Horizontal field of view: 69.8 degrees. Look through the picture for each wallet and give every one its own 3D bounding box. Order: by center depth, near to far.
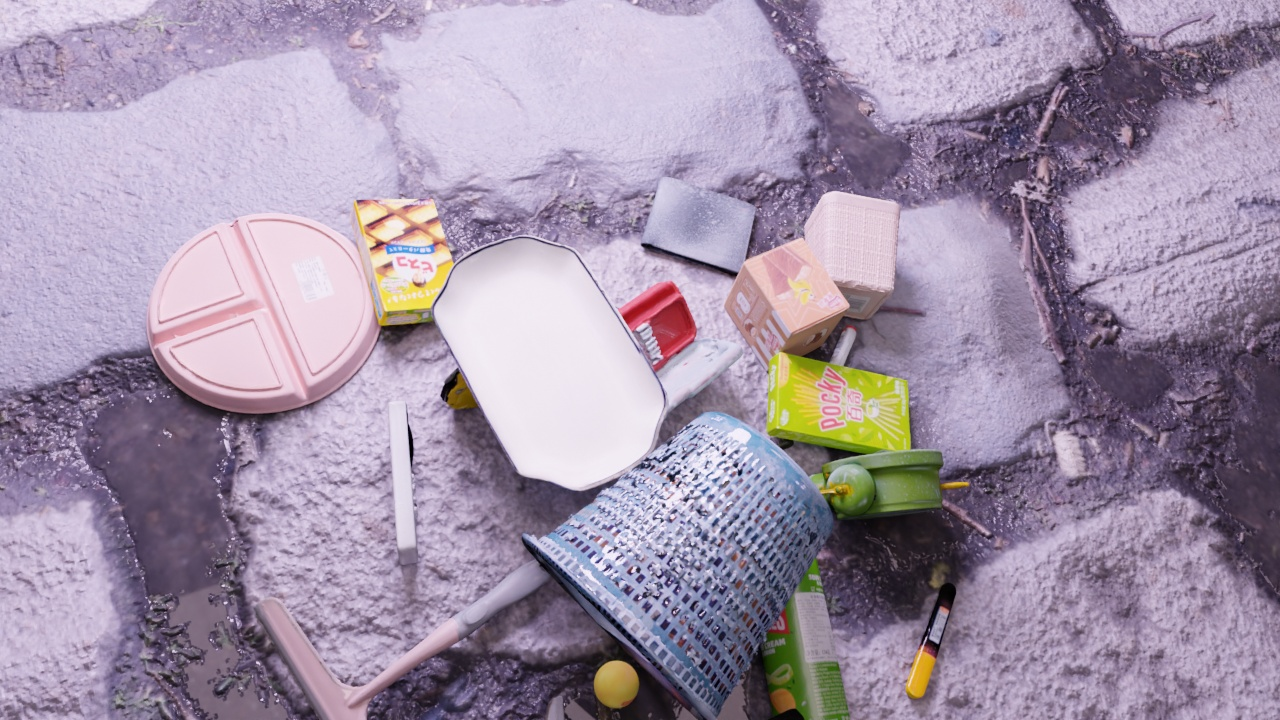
[{"bbox_3d":[0.068,-0.154,1.058,0.121,0.019,0.097,17,65,-3],"label":"wallet"}]

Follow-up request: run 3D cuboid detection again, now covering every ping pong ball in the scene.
[{"bbox_3d":[-0.021,0.289,0.817,0.040,0.040,0.040,4,64,-8],"label":"ping pong ball"}]

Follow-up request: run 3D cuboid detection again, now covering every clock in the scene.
[{"bbox_3d":[0.224,0.124,0.897,0.161,0.116,0.056,-2,75,-14],"label":"clock"}]

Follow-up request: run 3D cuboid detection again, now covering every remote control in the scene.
[{"bbox_3d":[-0.221,0.113,0.859,0.021,0.058,0.149,-4,66,-14],"label":"remote control"}]

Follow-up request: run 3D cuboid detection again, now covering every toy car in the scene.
[{"bbox_3d":[-0.131,0.000,0.921,0.155,0.071,0.041,-38,73,-21],"label":"toy car"}]

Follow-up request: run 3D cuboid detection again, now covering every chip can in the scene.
[{"bbox_3d":[0.145,0.265,0.838,0.072,0.072,0.235,-4,66,-11],"label":"chip can"}]

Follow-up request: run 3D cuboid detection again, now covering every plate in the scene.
[{"bbox_3d":[-0.086,0.001,0.866,0.161,0.034,0.265,-27,72,-19],"label":"plate"},{"bbox_3d":[-0.380,-0.056,0.930,0.229,0.028,0.229,4,63,-8],"label":"plate"}]

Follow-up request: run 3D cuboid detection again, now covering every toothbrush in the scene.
[{"bbox_3d":[0.073,0.108,0.936,0.185,0.012,0.017,-17,63,-16],"label":"toothbrush"}]

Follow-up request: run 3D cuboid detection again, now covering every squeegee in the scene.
[{"bbox_3d":[-0.173,0.245,0.815,0.249,0.040,0.247,-33,74,-22],"label":"squeegee"}]

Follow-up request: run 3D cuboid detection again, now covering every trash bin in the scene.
[{"bbox_3d":[0.047,0.160,0.771,0.226,0.227,0.194,43,75,11],"label":"trash bin"}]

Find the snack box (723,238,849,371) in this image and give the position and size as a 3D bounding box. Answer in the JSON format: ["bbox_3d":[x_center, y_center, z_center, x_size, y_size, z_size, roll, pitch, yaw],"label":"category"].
[{"bbox_3d":[0.154,-0.059,0.983,0.077,0.093,0.094,-24,70,-20],"label":"snack box"}]

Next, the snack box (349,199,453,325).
[{"bbox_3d":[-0.245,-0.105,0.961,0.086,0.034,0.140,-7,67,-32],"label":"snack box"}]

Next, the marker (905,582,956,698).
[{"bbox_3d":[0.283,0.271,0.892,0.018,0.015,0.123,30,61,4],"label":"marker"}]

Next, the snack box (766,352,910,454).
[{"bbox_3d":[0.208,0.049,0.961,0.156,0.026,0.085,12,66,-15],"label":"snack box"}]

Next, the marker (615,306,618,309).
[{"bbox_3d":[-0.040,-0.055,0.994,0.124,0.015,0.018,25,64,0],"label":"marker"}]

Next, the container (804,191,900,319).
[{"bbox_3d":[0.234,-0.114,1.026,0.090,0.090,0.110,10,66,-5],"label":"container"}]

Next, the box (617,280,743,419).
[{"bbox_3d":[-0.004,0.008,0.920,0.201,0.101,0.102,-37,112,-23],"label":"box"}]

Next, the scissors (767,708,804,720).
[{"bbox_3d":[0.047,0.328,0.717,0.220,0.234,0.021,-15,50,-31],"label":"scissors"}]

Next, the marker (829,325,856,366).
[{"bbox_3d":[0.205,0.021,0.996,0.017,0.017,0.145,27,63,4],"label":"marker"}]

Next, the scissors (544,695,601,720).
[{"bbox_3d":[-0.104,0.370,0.771,0.181,0.019,0.170,7,64,-13],"label":"scissors"}]
